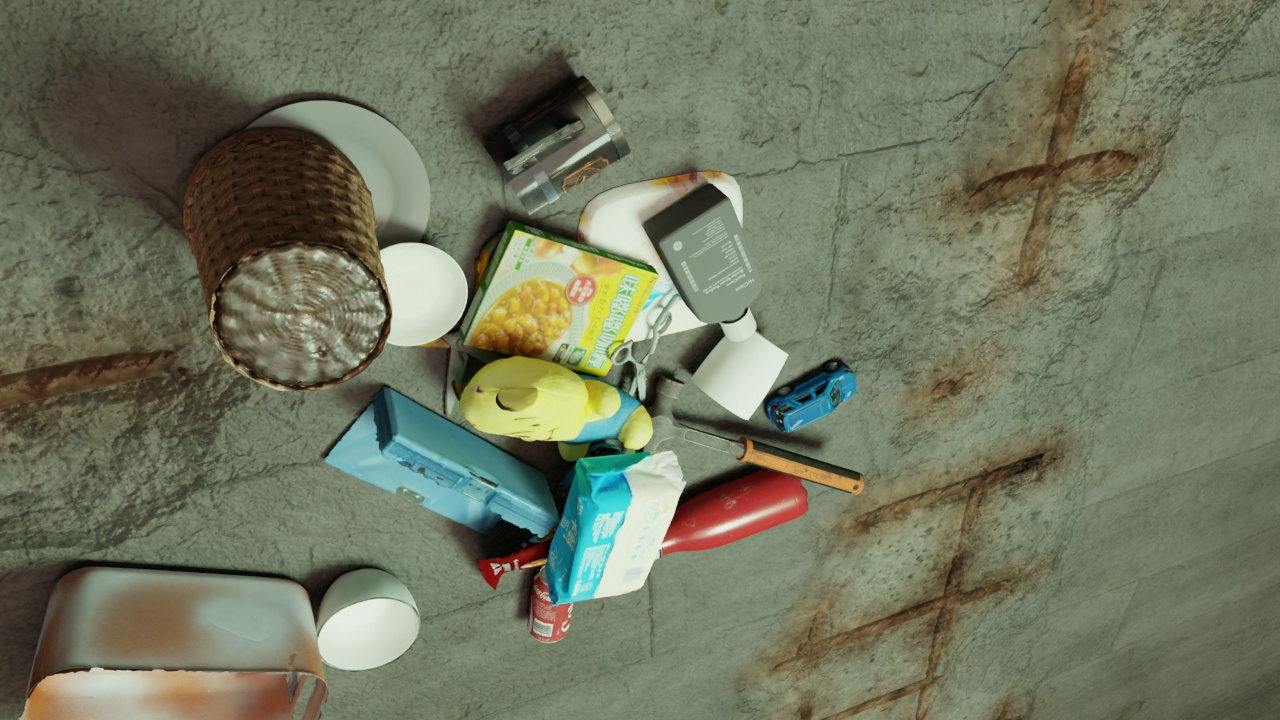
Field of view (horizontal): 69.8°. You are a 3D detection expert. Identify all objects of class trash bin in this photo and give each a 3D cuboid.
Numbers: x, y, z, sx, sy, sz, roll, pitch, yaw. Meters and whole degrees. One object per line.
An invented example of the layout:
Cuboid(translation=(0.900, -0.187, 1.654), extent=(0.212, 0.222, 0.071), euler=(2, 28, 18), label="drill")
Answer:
Cuboid(translation=(-0.474, 0.323, 0.932), extent=(0.259, 0.157, 0.182), euler=(12, 115, -32), label="trash bin")
Cuboid(translation=(-0.270, -0.075, 0.707), extent=(0.151, 0.210, 0.151), euler=(-12, 126, -17), label="trash bin")

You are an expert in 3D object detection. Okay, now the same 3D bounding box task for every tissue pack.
Cuboid(translation=(-0.032, 0.186, 0.996), extent=(0.116, 0.066, 0.210), euler=(-5, 129, -29), label="tissue pack")

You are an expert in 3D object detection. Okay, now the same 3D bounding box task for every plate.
Cuboid(translation=(0.026, -0.103, 0.972), extent=(0.186, 0.016, 0.187), euler=(-13, 126, -17), label="plate")
Cuboid(translation=(-0.215, -0.065, 0.853), extent=(0.104, 0.026, 0.104), euler=(-10, 122, -17), label="plate")
Cuboid(translation=(-0.275, -0.141, 0.805), extent=(0.178, 0.012, 0.179), euler=(-12, 126, -18), label="plate")

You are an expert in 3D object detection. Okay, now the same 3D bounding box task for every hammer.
Cuboid(translation=(0.137, 0.126, 1.116), extent=(0.314, 0.035, 0.138), euler=(18, 99, -23), label="hammer")

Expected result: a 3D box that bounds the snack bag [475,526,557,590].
Cuboid(translation=(-0.087, 0.217, 1.085), extent=(0.207, 0.066, 0.139), euler=(-23, 164, -12), label="snack bag")

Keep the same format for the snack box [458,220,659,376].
Cuboid(translation=(-0.081, -0.057, 0.922), extent=(0.167, 0.027, 0.132), euler=(14, 117, -33), label="snack box")

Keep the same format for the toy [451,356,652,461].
Cuboid(translation=(-0.092, 0.046, 0.942), extent=(0.149, 0.084, 0.213), euler=(-15, 156, 39), label="toy")

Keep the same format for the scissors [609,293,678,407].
Cuboid(translation=(0.009, 0.000, 1.016), extent=(0.147, 0.014, 0.141), euler=(-49, 153, -3), label="scissors")

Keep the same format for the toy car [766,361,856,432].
Cuboid(translation=(0.217, 0.049, 1.147), extent=(0.120, 0.043, 0.056), euler=(-28, 129, -7), label="toy car")

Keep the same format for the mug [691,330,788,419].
Cuboid(translation=(0.122, 0.011, 1.064), extent=(0.088, 0.081, 0.114), euler=(-55, 158, 7), label="mug")

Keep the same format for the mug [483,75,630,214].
Cuboid(translation=(-0.074, -0.190, 0.806), extent=(0.107, 0.116, 0.080), euler=(-33, 96, 0), label="mug")

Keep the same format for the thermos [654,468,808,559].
Cuboid(translation=(0.096, 0.201, 1.172), extent=(0.239, 0.073, 0.073), euler=(-18, 127, -14), label="thermos")

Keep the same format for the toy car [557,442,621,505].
Cuboid(translation=(-0.062, 0.133, 1.078), extent=(0.048, 0.032, 0.106), euler=(10, 130, -34), label="toy car")

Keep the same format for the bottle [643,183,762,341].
Cuboid(translation=(0.078, -0.090, 0.962), extent=(0.083, 0.046, 0.174), euler=(-33, 129, -2), label="bottle")

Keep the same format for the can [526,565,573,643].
Cuboid(translation=(-0.112, 0.305, 1.157), extent=(0.054, 0.054, 0.097), euler=(-3, 123, -24), label="can")

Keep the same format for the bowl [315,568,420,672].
Cuboid(translation=(-0.313, 0.289, 1.042), extent=(0.116, 0.065, 0.116), euler=(-12, 126, -18), label="bowl")

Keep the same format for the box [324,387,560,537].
Cuboid(translation=(-0.208, 0.137, 0.977), extent=(0.112, 0.094, 0.231), euler=(-45, 129, 12), label="box")

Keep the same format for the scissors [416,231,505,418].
Cuboid(translation=(-0.191, -0.036, 0.914), extent=(0.228, 0.016, 0.226), euler=(6, 120, -29), label="scissors")
